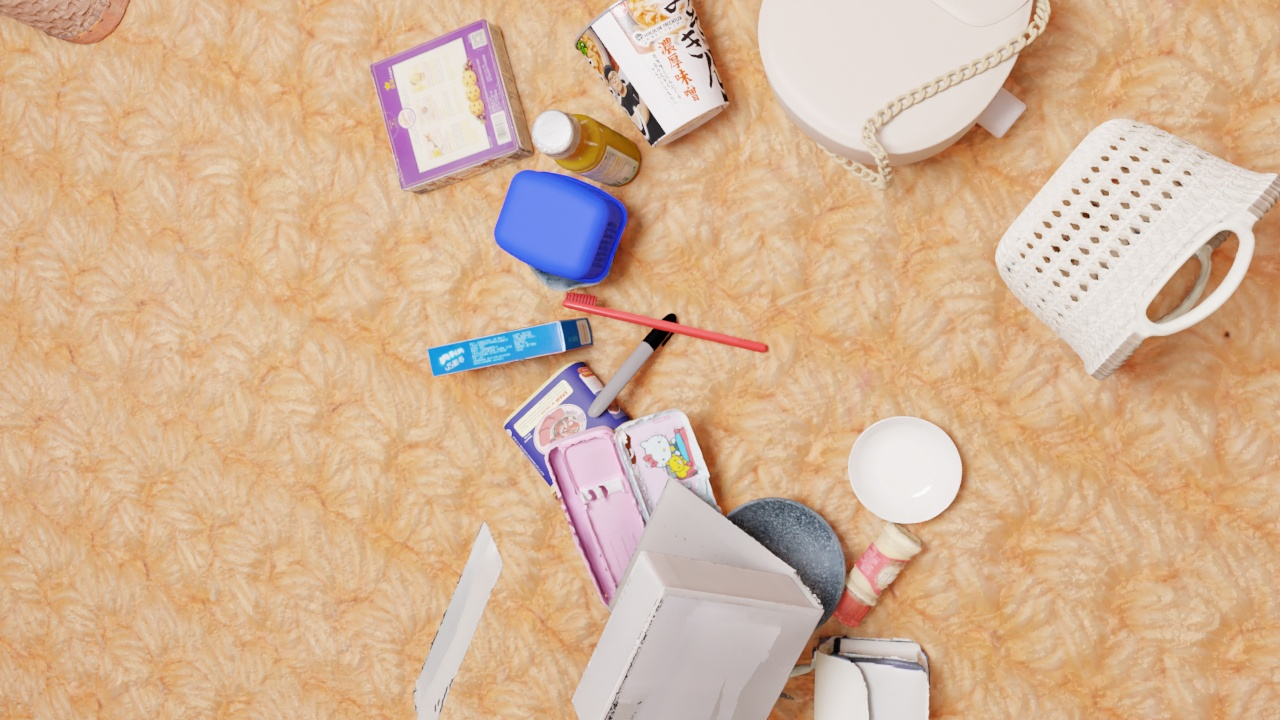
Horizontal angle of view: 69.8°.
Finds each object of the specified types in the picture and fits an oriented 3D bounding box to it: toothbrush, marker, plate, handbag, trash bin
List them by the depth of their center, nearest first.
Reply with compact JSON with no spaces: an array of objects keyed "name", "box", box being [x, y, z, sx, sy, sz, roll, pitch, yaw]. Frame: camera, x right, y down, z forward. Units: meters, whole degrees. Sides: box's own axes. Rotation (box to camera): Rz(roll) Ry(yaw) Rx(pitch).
[{"name":"handbag","box":[0.211,-0.279,0.781,0.210,0.103,0.209,39,100,9]},{"name":"plate","box":[0.255,0.104,0.887,0.104,0.026,0.104,2,96,16]},{"name":"handbag","box":[0.191,0.351,0.900,0.176,0.074,0.151,2,95,17]},{"name":"toothbrush","box":[0.025,-0.040,0.933,0.212,0.012,0.017,13,73,4]},{"name":"marker","box":[-0.006,0.005,0.935,0.022,0.016,0.138,33,75,25]},{"name":"trash bin","box":[-0.717,-0.462,1.039,0.151,0.209,0.151,1,95,16]}]

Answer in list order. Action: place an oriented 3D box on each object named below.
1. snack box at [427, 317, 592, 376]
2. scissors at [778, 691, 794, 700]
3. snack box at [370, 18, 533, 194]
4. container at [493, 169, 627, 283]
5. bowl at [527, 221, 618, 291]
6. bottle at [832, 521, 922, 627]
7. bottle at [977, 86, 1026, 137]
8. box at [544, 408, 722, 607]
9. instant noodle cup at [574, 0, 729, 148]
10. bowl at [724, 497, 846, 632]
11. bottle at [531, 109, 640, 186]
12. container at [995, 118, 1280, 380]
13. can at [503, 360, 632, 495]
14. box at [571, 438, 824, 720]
[{"name":"snack box","box":[-0.135,-0.014,0.963,0.151,0.087,0.034,-11,91,17]},{"name":"scissors","box":[0.052,0.309,0.945,0.203,0.015,0.201,-28,85,33]},{"name":"snack box","box":[-0.204,-0.270,0.988,0.148,0.040,0.143,-15,90,17]},{"name":"container","box":[-0.081,-0.132,0.894,0.114,0.058,0.096,24,101,14]},{"name":"bowl","box":[-0.066,-0.126,0.950,0.110,0.055,0.110,1,95,16]},{"name":"bottle","box":[0.226,0.208,0.895,0.044,0.044,0.109,38,103,11]},{"name":"bottle","box":[0.272,-0.270,0.842,0.174,0.046,0.084,41,104,10]},{"name":"box","box":[0.002,0.152,0.933,0.152,0.038,0.201,-18,110,1]},{"name":"instant noodle cup","box":[0.019,-0.281,0.887,0.124,0.123,0.122,-28,95,17]},{"name":"bowl","box":[0.129,0.206,0.908,0.137,0.057,0.137,0,76,0]},{"name":"bottle","box":[-0.050,-0.202,0.871,0.053,0.186,0.053,1,94,17]},{"name":"container","box":[0.385,-0.087,0.729,0.143,0.245,0.185,42,107,19]},{"name":"can","box":[-0.076,0.069,0.968,0.116,0.056,0.092,-42,81,15]},{"name":"box","box":[0.051,0.209,0.919,0.173,0.421,0.168,23,105,-4]}]
